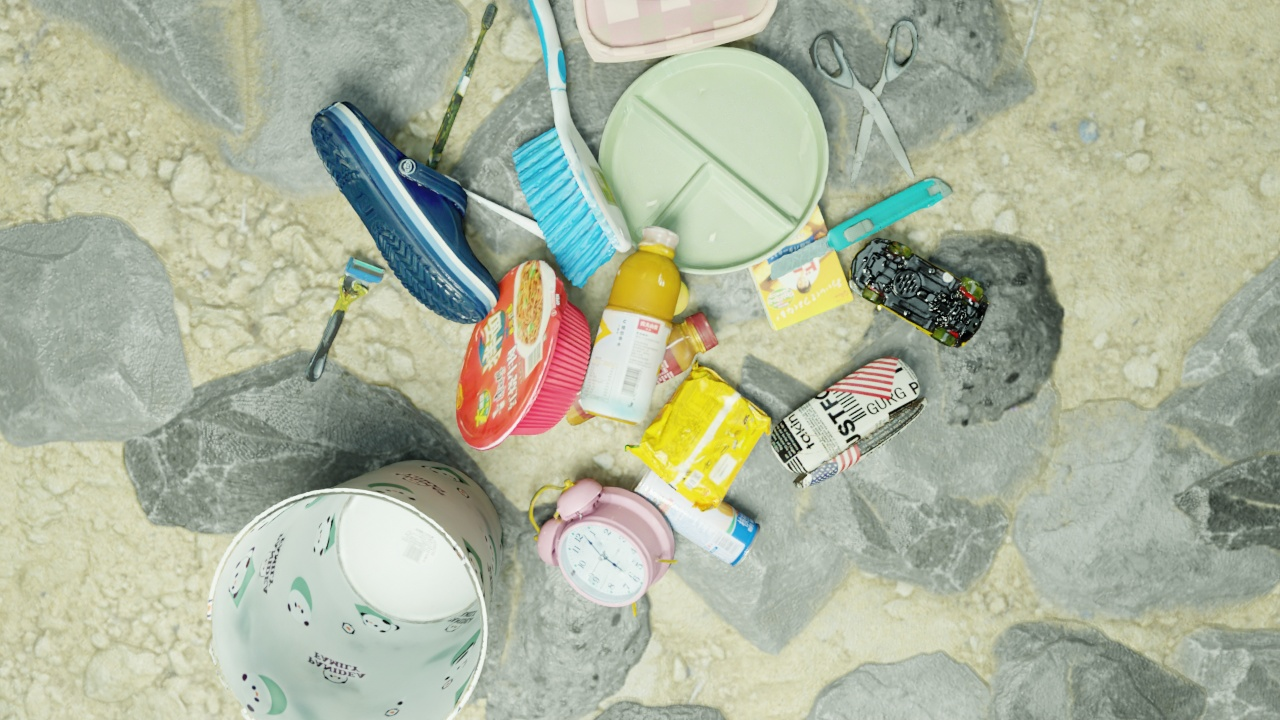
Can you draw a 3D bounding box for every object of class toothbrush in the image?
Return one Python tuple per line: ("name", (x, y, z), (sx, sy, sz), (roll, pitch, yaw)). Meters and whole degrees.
("toothbrush", (-0.185, -0.277, 0.941), (0.012, 0.017, 0.186), (22, 95, -13))
("toothbrush", (-0.129, -0.148, 0.955), (0.180, 0.016, 0.016), (27, 92, -4))

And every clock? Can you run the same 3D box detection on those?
("clock", (-0.044, 0.183, 0.939), (0.158, 0.059, 0.117), (35, 122, 7))

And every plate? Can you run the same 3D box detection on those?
("plate", (0.071, -0.198, 0.920), (0.230, 0.027, 0.230), (-1, 87, 11))

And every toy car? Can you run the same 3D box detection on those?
("toy car", (0.285, -0.072, 0.944), (0.156, 0.041, 0.071), (28, 94, -6))

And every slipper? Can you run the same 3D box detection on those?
("slipper", (-0.225, -0.150, 0.919), (0.095, 0.105, 0.253), (-41, 101, -24))

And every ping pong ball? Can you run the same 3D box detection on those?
("ping pong ball", (0.030, -0.066, 0.946), (0.040, 0.040, 0.040), (0, 95, 0))

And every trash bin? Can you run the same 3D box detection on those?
("trash bin", (-0.238, 0.205, 0.866), (0.229, 0.252, 0.229), (0, 95, 1))

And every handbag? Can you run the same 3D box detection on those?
("handbag", (0.020, -0.408, 0.855), (0.193, 0.093, 0.234), (-11, 117, -1))

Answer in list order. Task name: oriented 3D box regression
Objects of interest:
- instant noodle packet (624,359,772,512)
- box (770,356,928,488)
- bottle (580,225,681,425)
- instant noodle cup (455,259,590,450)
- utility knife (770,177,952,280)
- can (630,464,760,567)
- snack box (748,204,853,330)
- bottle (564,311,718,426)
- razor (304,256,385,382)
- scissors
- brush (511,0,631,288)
("instant noodle packet", (0.061, 0.079, 0.938), (0.111, 0.044, 0.128), (39, 66, 2))
("box", (0.218, 0.072, 0.948), (0.162, 0.087, 0.076), (-34, 54, 0))
("bottle", (-0.004, -0.034, 0.883), (0.068, 0.068, 0.189), (16, 87, -1))
("instant noodle cup", (-0.109, 0.001, 0.901), (0.065, 0.194, 0.194), (20, 95, -30))
("utility knife", (0.224, -0.134, 0.930), (0.222, 0.013, 0.029), (-28, 93, -11))
("can", (0.055, 0.158, 0.959), (0.134, 0.053, 0.053), (33, 94, -2))
("snack box", (0.153, -0.110, 0.947), (0.087, 0.033, 0.140), (-21, 96, 3))
("bottle", (-0.006, 0.006, 0.944), (0.175, 0.057, 0.057), (-26, 94, 2))
("razor", (-0.318, -0.041, 0.962), (0.042, 0.022, 0.143), (20, 101, -45))
("scissors", (0.240, -0.269, 0.944), (0.181, 0.014, 0.159), (43, 96, -6))
("brush", (-0.086, -0.234, 0.922), (0.110, 0.060, 0.314), (-31, 78, 24))
